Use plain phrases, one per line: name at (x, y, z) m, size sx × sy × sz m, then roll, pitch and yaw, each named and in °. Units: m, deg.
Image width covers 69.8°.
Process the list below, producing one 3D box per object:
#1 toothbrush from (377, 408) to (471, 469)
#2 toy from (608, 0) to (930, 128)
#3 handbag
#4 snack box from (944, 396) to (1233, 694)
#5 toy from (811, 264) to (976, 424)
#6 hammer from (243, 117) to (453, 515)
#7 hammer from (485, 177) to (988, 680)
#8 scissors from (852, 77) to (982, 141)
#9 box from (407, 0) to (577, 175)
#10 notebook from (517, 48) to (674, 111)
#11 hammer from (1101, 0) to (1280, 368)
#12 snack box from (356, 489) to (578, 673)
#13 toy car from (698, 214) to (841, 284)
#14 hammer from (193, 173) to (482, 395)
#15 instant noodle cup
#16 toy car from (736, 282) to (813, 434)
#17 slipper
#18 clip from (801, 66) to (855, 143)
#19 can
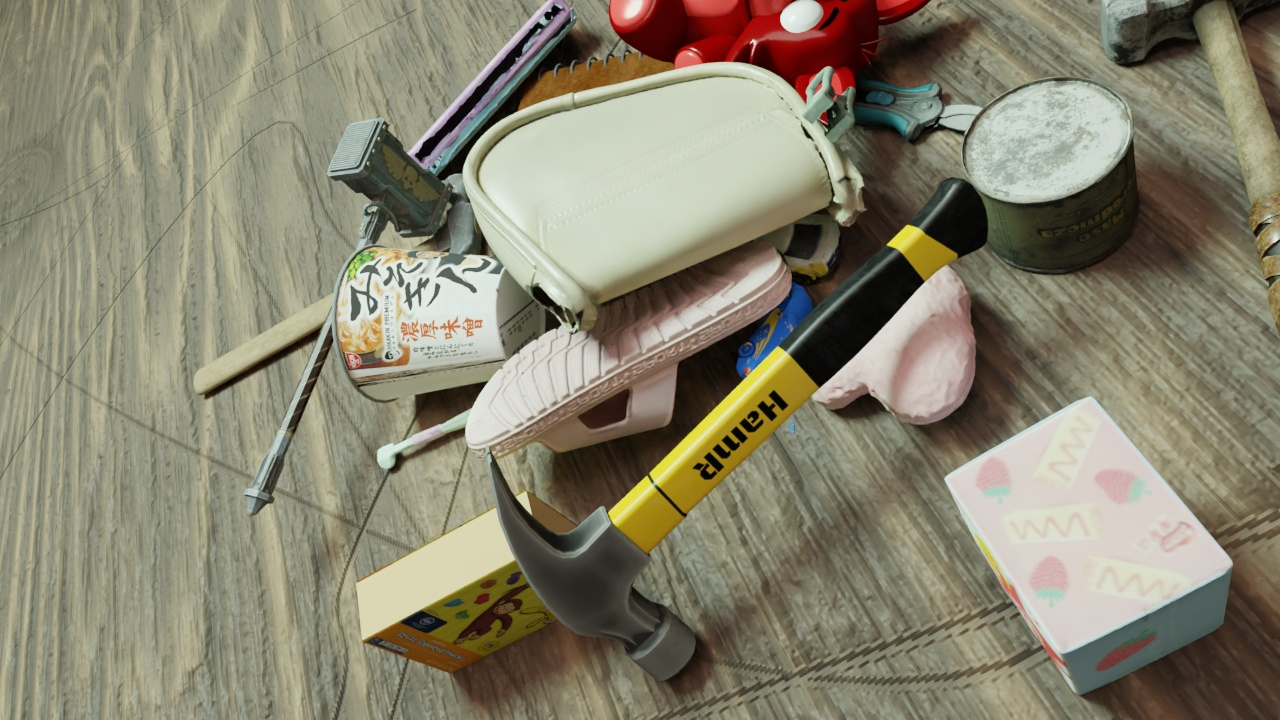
toothbrush at (-0.136, 0.047, 0.703) m, size 0.155 × 0.015 × 0.022 m, roll -24°, pitch 54°, yaw 15°
toy at (0.094, -0.256, 0.669) m, size 0.197 × 0.120 × 0.158 m, roll 27°, pitch 69°, yaw 26°
handbag at (0.015, -0.098, 0.624) m, size 0.229 × 0.132 × 0.184 m, roll -25°, pitch 49°, yaw 2°
snack box at (0.207, 0.089, 0.430) m, size 0.079 × 0.093 × 0.094 m, roll -32°, pitch 51°, yaw 9°
toy at (0.150, -0.009, 0.553) m, size 0.105 × 0.053 × 0.108 m, roll -11°, pitch 59°, yaw 37°
hammer at (-0.243, -0.033, 0.727) m, size 0.044 × 0.098 × 0.321 m, roll 1°, pitch 64°, yaw 32°
hammer at (0.062, 0.022, 0.500) m, size 0.324 × 0.170 × 0.034 m, roll -44°, pitch 21°, yaw 3°
scissors at (0.180, -0.177, 0.657) m, size 0.138 × 0.019 × 0.136 m, roll -27°, pitch 54°, yaw 12°
box at (-0.141, -0.253, 0.860) m, size 0.214 × 0.033 × 0.076 m, roll -49°, pitch 20°, yaw -5°
notebook at (-0.015, -0.200, 0.779) m, size 0.226 × 0.024 × 0.167 m, roll -2°, pitch 62°, yaw 28°
hammer at (0.346, -0.111, 0.507) m, size 0.122 × 0.049 × 0.318 m, roll -9°, pitch 59°, yaw 22°
snack box at (-0.097, 0.142, 0.574) m, size 0.126 × 0.088 × 0.040 m, roll -29°, pitch 51°, yaw 11°
toy car at (0.087, -0.079, 0.642) m, size 0.106 × 0.033 × 0.048 m, roll 0°, pitch 63°, yaw 31°
hammer at (-0.284, -0.052, 0.840) m, size 0.332 × 0.031 × 0.119 m, roll -25°, pitch 52°, yaw 13°
instant noodle cup at (-0.145, -0.031, 0.697) m, size 0.122 × 0.124 × 0.123 m, roll -2°, pitch 60°, yaw 18°
toy car at (0.099, -0.002, 0.583) m, size 0.062 × 0.033 × 0.092 m, roll 25°, pitch 76°, yaw 45°
slipper at (-0.004, 0.004, 0.613) m, size 0.239 × 0.064 × 0.094 m, roll -29°, pitch 30°, yaw 4°
clip at (0.114, -0.156, 0.555) m, size 0.023 × 0.044 × 0.075 m, roll -43°, pitch 12°, yaw 30°
can at (0.243, -0.108, 0.543) m, size 0.090 × 0.074 × 0.089 m, roll -15°, pitch 55°, yaw 23°
